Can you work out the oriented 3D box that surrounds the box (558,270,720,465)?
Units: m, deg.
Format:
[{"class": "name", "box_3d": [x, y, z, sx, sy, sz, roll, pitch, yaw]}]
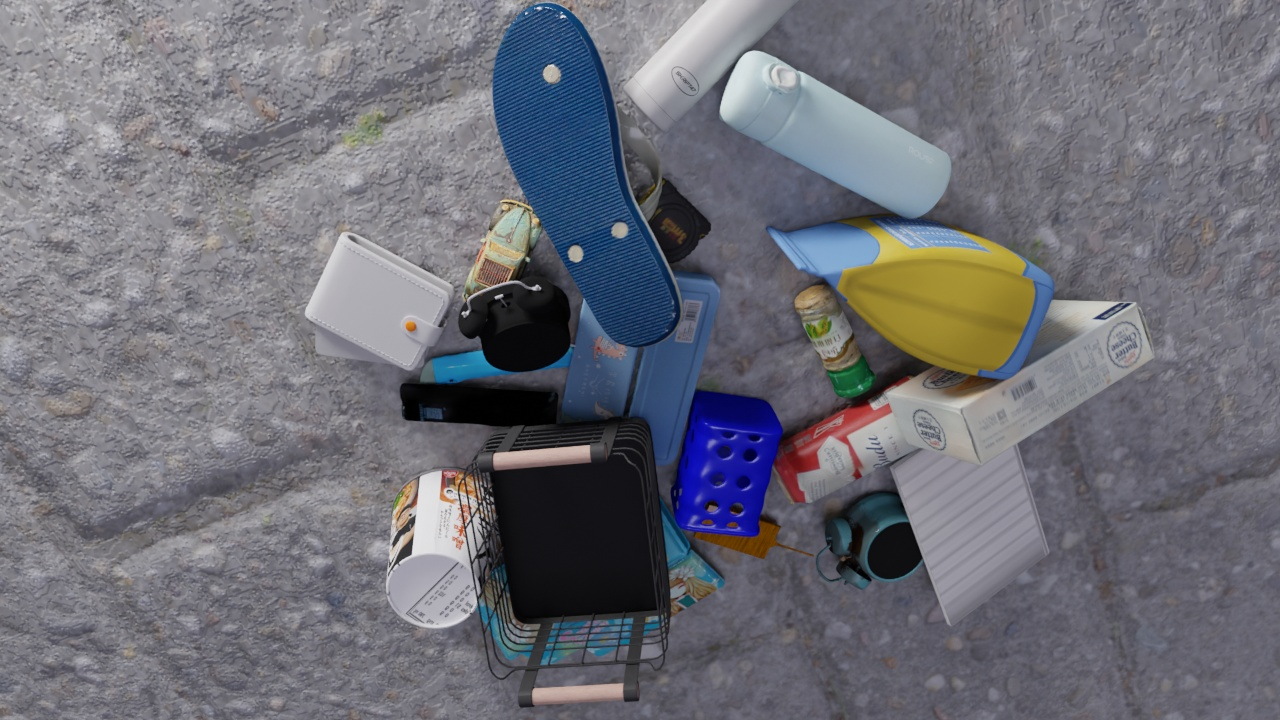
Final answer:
[{"class": "box", "box_3d": [-0.006, 0.008, 0.867, 0.127, 0.034, 0.210, 10, 117, -6]}]

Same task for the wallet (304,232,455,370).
[{"class": "wallet", "box_3d": [-0.243, -0.040, 0.844, 0.118, 0.037, 0.115, 28, 109, -10]}]

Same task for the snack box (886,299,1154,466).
[{"class": "snack box", "box_3d": [0.339, 0.014, 0.822, 0.207, 0.104, 0.057, -27, 103, -16]}]

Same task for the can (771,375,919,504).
[{"class": "can", "box_3d": [0.212, 0.080, 0.903, 0.170, 0.067, 0.067, -28, 112, 9]}]

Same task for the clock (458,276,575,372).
[{"class": "clock", "box_3d": [-0.109, -0.034, 0.813, 0.091, 0.042, 0.121, -19, 149, 8]}]

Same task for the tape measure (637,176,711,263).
[{"class": "tape measure", "box_3d": [0.023, -0.120, 0.825, 0.067, 0.038, 0.063, 40, 97, -21]}]

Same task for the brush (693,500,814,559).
[{"class": "brush", "box_3d": [0.121, 0.184, 0.969, 0.126, 0.017, 0.048, 19, 111, -11]}]

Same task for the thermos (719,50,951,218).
[{"class": "thermos", "box_3d": [0.162, -0.189, 0.772, 0.206, 0.078, 0.065, 22, 76, -20]}]

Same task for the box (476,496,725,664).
[{"class": "box", "box_3d": [-0.044, 0.245, 0.963, 0.227, 0.071, 0.182, -33, 110, 10]}]

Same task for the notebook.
[{"class": "notebook", "box_3d": [0.345, 0.157, 0.947, 0.142, 0.009, 0.210, -31, 113, -13]}]

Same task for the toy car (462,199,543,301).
[{"class": "toy car", "box_3d": [-0.125, -0.086, 0.824, 0.047, 0.047, 0.112, 22, 110, -8]}]

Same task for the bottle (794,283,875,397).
[{"class": "bottle", "box_3d": [0.185, -0.018, 0.873, 0.043, 0.043, 0.111, -27, 111, 8]}]

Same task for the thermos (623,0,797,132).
[{"class": "thermos", "box_3d": [0.082, -0.284, 0.748, 0.224, 0.052, 0.052, -43, 109, 14]}]

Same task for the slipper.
[{"class": "slipper", "box_3d": [-0.041, -0.152, 0.786, 0.118, 0.060, 0.295, -19, 100, 26]}]

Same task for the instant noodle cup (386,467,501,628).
[{"class": "instant noodle cup", "box_3d": [-0.193, 0.189, 0.897, 0.123, 0.121, 0.124, -1, 113, -3]}]

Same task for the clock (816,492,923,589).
[{"class": "clock", "box_3d": [0.241, 0.192, 0.956, 0.124, 0.053, 0.090, -29, 113, -4]}]

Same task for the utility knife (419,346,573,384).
[{"class": "utility knife", "box_3d": [-0.125, 0.002, 0.880, 0.174, 0.015, 0.031, -5, 116, -3]}]

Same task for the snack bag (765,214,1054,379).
[{"class": "snack bag", "box_3d": [0.217, -0.071, 0.789, 0.205, 0.158, 0.102, 14, 109, -7]}]

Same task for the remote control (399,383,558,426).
[{"class": "remote control", "box_3d": [-0.155, 0.048, 0.886, 0.150, 0.022, 0.047, 4, 135, -5]}]

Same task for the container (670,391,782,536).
[{"class": "container", "box_3d": [0.083, 0.099, 0.895, 0.085, 0.084, 0.114, 8, 111, -8]}]

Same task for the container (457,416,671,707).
[{"class": "container", "box_3d": [-0.064, 0.175, 0.842, 0.163, 0.130, 0.241, -5, 104, 6]}]
